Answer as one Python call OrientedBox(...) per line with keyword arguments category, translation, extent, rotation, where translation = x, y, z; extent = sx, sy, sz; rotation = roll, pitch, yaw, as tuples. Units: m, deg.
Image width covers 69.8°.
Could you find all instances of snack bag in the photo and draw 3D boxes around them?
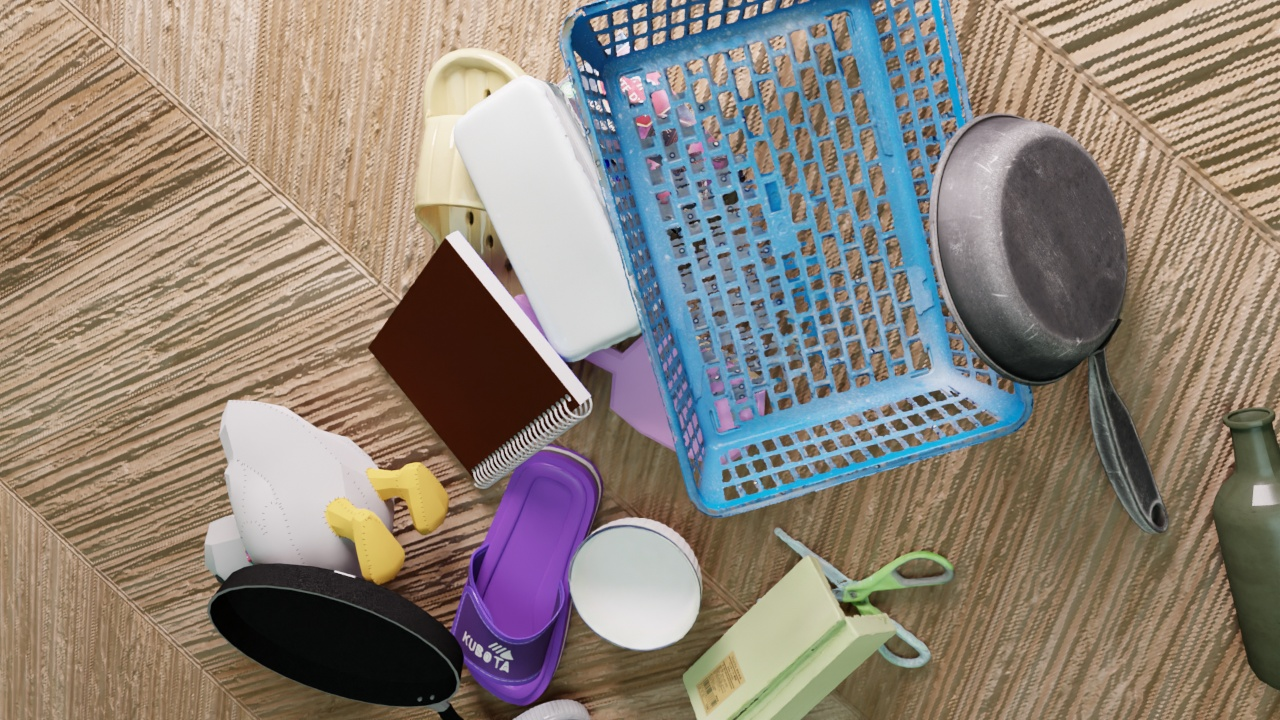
OrientedBox(category="snack bag", translation=(0.007, -0.179, 0.726), extent=(0.074, 0.018, 0.155), rotation=(-41, 91, -4))

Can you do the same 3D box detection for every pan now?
OrientedBox(category="pan", translation=(-0.226, 0.286, 0.844), extent=(0.226, 0.034, 0.356), rotation=(-21, 128, 33))
OrientedBox(category="pan", translation=(0.311, -0.011, 0.643), extent=(0.357, 0.186, 0.055), rotation=(54, 150, -15))

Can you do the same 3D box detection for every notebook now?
OrientedBox(category="notebook", translation=(-0.142, 0.012, 0.773), extent=(0.171, 0.022, 0.210), rotation=(51, 141, -1))

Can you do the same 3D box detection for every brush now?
OrientedBox(category="brush", translation=(-0.005, 0.004, 0.768), extent=(0.229, 0.043, 0.089), rotation=(28, 108, 4))

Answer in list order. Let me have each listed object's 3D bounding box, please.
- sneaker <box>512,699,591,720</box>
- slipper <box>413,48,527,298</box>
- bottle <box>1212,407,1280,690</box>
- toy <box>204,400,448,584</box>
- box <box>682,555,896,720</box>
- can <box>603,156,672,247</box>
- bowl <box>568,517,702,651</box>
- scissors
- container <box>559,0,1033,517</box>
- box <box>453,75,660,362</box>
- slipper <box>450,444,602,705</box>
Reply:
OrientedBox(category="sneaker", translation=(-0.123, 0.423, 0.843), extent=(0.235, 0.087, 0.089), rotation=(-50, 123, -9))
OrientedBox(category="slipper", translation=(-0.133, -0.123, 0.760), extent=(0.111, 0.079, 0.262), rotation=(2, 105, 11))
OrientedBox(category="bottle", translation=(0.463, 0.135, 0.665), extent=(0.071, 0.071, 0.207), rotation=(-16, 99, 18))
OrientedBox(category="toy", translation=(-0.318, 0.144, 0.849), extent=(0.268, 0.140, 0.247), rotation=(-6, 115, 27))
OrientedBox(category="box", translation=(0.132, 0.266, 0.801), extent=(0.083, 0.091, 0.188), rotation=(22, 121, -30))
OrientedBox(category="can", translation=(-0.014, -0.133, 0.747), extent=(0.095, 0.032, 0.032), rotation=(45, 110, 1))
OrientedBox(category="bowl", translation=(0.001, 0.188, 0.809), extent=(0.118, 0.062, 0.118), rotation=(4, 105, 15))
OrientedBox(category="scissors", translation=(0.185, 0.206, 0.789), extent=(0.172, 0.024, 0.160), rotation=(-14, 106, 22))
OrientedBox(category="container", translation=(0.111, -0.095, 0.664), extent=(0.257, 0.089, 0.362), rotation=(-16, 100, 0))
OrientedBox(category="box", translation=(-0.067, -0.103, 0.689), extent=(0.122, 0.083, 0.215), rotation=(-31, 98, -3))
OrientedBox(category="slipper", translation=(-0.113, 0.211, 0.835), extent=(0.107, 0.083, 0.267), rotation=(22, 108, 9))
